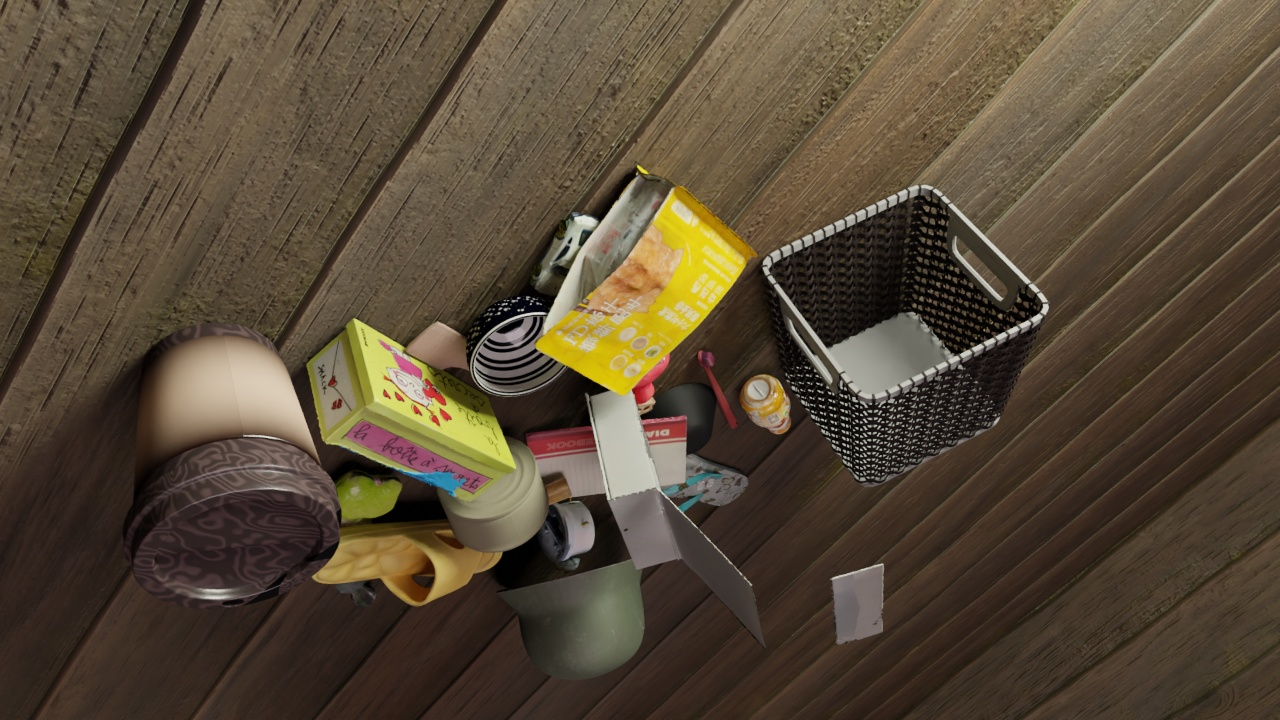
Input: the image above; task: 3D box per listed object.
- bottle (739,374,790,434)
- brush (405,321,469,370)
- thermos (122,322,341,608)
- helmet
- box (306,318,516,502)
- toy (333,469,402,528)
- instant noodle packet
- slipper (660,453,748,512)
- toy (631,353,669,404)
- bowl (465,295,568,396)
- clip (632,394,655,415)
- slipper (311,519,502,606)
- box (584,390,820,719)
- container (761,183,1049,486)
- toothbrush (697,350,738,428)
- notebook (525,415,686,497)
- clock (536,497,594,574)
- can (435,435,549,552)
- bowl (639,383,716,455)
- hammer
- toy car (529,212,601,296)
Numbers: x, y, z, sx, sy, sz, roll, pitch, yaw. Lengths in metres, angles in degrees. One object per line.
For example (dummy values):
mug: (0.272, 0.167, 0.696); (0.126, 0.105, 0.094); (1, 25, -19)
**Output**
bottle: (0.183, 0.067, 1.305); (0.063, 0.063, 0.109); (-33, 142, 3)
brush: (-0.204, -0.006, 1.028); (0.050, 0.015, 0.135); (-39, 146, 10)
thermos: (-0.380, 0.086, 0.844); (0.172, 0.226, 0.173); (-17, 139, -16)
helmet: (-0.084, 0.393, 1.374); (0.227, 0.153, 0.267); (-16, 170, 10)
box: (-0.241, 0.060, 0.989); (0.079, 0.124, 0.221); (-39, 139, 14)
toy: (-0.348, 0.176, 1.107); (0.092, 0.043, 0.118); (18, 124, -46)
instant noodle packet: (-0.001, -0.074, 0.990); (0.222, 0.084, 0.163); (-53, 139, 6)
slipper: (0.077, 0.188, 1.379); (0.268, 0.054, 0.098); (13, 122, -42)
toy: (-0.007, 0.007, 1.136); (0.091, 0.045, 0.135); (-9, 131, -21)
bowl: (-0.137, -0.026, 1.003); (0.120, 0.066, 0.120); (-17, 139, -16)
clip: (-0.006, 0.053, 1.207); (0.060, 0.025, 0.045); (-14, 140, -30)
slipper: (-0.279, 0.255, 1.147); (0.263, 0.078, 0.100); (8, 125, -39)
box: (0.046, 0.217, 1.038); (0.108, 0.418, 0.166); (-26, 139, -7)
container: (0.320, -0.020, 1.160); (0.245, 0.247, 0.244); (-26, 144, -6)
toothbrush: (0.111, 0.043, 1.269); (0.016, 0.016, 0.190); (5, 149, 24)
notebook: (-0.042, 0.132, 1.232); (0.208, 0.012, 0.153); (-7, 139, -3)
clock: (-0.111, 0.250, 1.304); (0.057, 0.083, 0.118); (-6, 134, -36)
can: (-0.182, 0.162, 1.129); (0.127, 0.127, 0.073); (-21, 138, -11)
bowl: (0.061, 0.094, 1.266); (0.124, 0.052, 0.124); (-17, 139, -16)
hammer: (-0.250, 0.229, 1.220); (0.330, 0.033, 0.132); (-22, 138, -5)
toy car: (-0.076, -0.109, 0.981); (0.048, 0.033, 0.106); (10, 128, -41)
